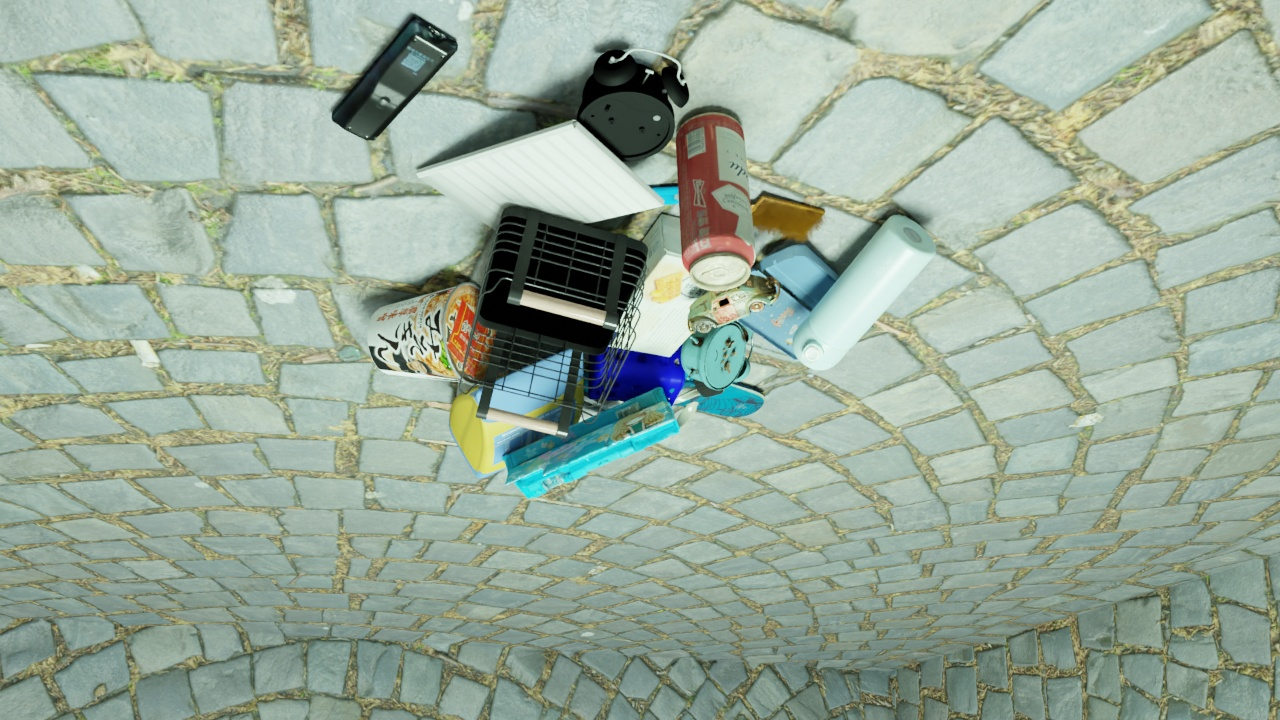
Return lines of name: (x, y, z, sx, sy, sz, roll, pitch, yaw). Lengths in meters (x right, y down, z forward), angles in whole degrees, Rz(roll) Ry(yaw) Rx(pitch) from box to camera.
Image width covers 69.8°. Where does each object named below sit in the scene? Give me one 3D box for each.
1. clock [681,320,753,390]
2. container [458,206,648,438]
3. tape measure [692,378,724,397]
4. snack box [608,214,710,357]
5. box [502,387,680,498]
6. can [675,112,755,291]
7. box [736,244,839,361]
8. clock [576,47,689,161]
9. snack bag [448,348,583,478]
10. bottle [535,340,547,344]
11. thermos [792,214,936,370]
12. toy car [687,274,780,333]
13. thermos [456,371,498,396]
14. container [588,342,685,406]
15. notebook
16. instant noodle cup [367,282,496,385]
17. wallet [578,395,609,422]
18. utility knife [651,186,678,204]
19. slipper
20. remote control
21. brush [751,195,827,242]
clock: (0.105, -0.012, 1.184, 0.053, 0.090, 0.124, 18, -160, 39)
container: (-0.099, -0.036, 1.002, 0.162, 0.130, 0.242, 14, 144, -10)
tape measure: (0.096, 0.017, 1.265, 0.038, 0.062, 0.067, -15, 147, 21)
snack box: (0.031, -0.082, 1.089, 0.104, 0.057, 0.208, 10, 149, -22)
box: (-0.065, 0.104, 1.168, 0.227, 0.071, 0.182, -24, 168, 0)
can: (0.069, -0.150, 0.853, 0.067, 0.170, 0.067, -1, 151, -1)
box: (0.192, -0.071, 1.129, 0.128, 0.034, 0.209, -34, 144, 23)
clock: (-0.008, -0.234, 0.829, 0.091, 0.042, 0.121, 10, 149, -21)
snack bag: (-0.156, 0.052, 1.196, 0.158, 0.102, 0.206, -25, 162, -27)
bottle: (-0.127, -0.063, 1.128, 0.043, 0.043, 0.111, -5, 150, 6)
thermos: (0.253, -0.072, 1.066, 0.065, 0.077, 0.207, 38, 129, 4)
toy car: (0.095, -0.071, 1.008, 0.112, 0.047, 0.047, -22, 124, 20)
thermos: (-0.232, 0.040, 1.295, 0.052, 0.052, 0.225, 5, 150, -12)
container: (-0.007, 0.007, 1.220, 0.113, 0.084, 0.085, 6, 148, -12)
notebook: (-0.102, -0.173, 0.917, 0.210, 0.009, 0.142, -6, 154, 36)
instant noodle cup: (-0.256, -0.029, 1.119, 0.122, 0.123, 0.123, -3, 152, 21)
wallet: (-0.081, 0.077, 1.356, 0.115, 0.037, 0.118, 0, 159, 43)
utility knife: (0.023, -0.174, 0.969, 0.175, 0.015, 0.031, -5, 155, 3)
slipper: (0.051, 0.057, 1.340, 0.294, 0.060, 0.118, 11, 145, -22)
remote control: (-0.222, -0.244, 0.818, 0.047, 0.022, 0.151, 22, 142, -36)
brush: (0.138, -0.156, 0.994, 0.126, 0.017, 0.049, 8, 150, -25)
